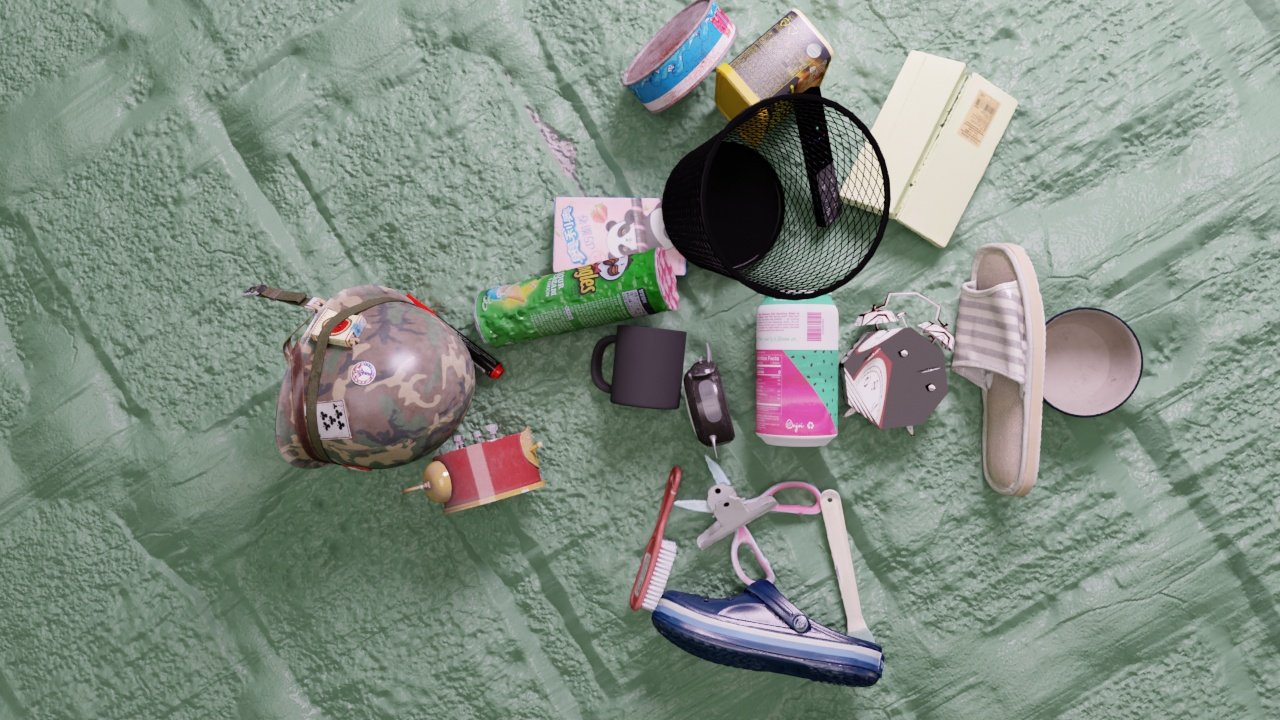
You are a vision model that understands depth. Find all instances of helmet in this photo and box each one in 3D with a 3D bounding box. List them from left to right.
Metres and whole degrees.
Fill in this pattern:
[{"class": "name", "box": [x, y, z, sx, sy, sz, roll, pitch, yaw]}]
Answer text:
[{"class": "helmet", "box": [-0.306, 0.022, 0.991, 0.236, 0.193, 0.223, 30, 52, 30]}]

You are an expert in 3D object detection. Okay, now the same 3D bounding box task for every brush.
[{"class": "brush", "box": [0.027, 0.206, 1.050, 0.030, 0.041, 0.172, 17, 90, -12]}, {"class": "brush", "box": [0.233, 0.252, 1.035, 0.033, 0.012, 0.217, -12, 92, 5]}]

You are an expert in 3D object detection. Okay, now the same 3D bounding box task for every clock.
[{"class": "clock", "box": [-0.189, 0.120, 1.025, 0.158, 0.117, 0.081, -15, 86, -14]}, {"class": "clock", "box": [0.072, 0.045, 1.013, 0.044, 0.091, 0.122, -14, 86, 6]}, {"class": "clock", "box": [0.282, 0.000, 1.004, 0.115, 0.065, 0.154, 16, 93, 5]}]

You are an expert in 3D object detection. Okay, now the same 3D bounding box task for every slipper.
[{"class": "slipper", "box": [0.141, 0.294, 1.013, 0.253, 0.105, 0.095, 11, 66, 11]}, {"class": "slipper", "box": [0.380, 0.012, 0.977, 0.054, 0.114, 0.272, -6, 93, -15]}]

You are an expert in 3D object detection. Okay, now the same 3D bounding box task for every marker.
[{"class": "marker", "box": [-0.222, -0.026, 1.079, 0.145, 0.021, 0.024, 37, 119, 4]}]

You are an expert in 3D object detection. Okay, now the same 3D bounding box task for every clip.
[{"class": "clip", "box": [0.098, 0.164, 1.020, 0.101, 0.041, 0.054, -31, 115, 0]}]

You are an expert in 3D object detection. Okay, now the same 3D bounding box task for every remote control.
[{"class": "remote control", "box": [0.192, -0.217, 0.989, 0.034, 0.013, 0.150, -40, 127, -31]}]

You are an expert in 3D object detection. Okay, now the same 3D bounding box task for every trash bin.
[{"class": "trash bin", "box": [0.117, -0.159, 0.928, 0.184, 0.210, 0.184, -2, 97, -13]}]

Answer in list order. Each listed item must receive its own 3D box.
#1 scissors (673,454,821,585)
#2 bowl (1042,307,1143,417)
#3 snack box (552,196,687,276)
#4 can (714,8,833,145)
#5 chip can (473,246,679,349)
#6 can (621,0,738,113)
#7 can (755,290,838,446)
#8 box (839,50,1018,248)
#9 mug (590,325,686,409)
[{"class": "scissors", "box": [0.120, 0.186, 1.037, 0.170, 0.014, 0.168, 4, 97, -6]}, {"class": "bowl", "box": [0.468, 0.002, 0.987, 0.115, 0.059, 0.115, 0, 91, 6]}, {"class": "snack box", "box": [-0.022, -0.141, 1.049, 0.154, 0.033, 0.088, 2, 91, 6]}, {"class": "can", "box": [0.141, -0.301, 0.983, 0.101, 0.130, 0.072, -40, 87, 2]}, {"class": "chip can", "box": [-0.074, -0.067, 1.019, 0.223, 0.075, 0.075, -11, 90, 17]}, {"class": "can", "box": [0.042, -0.329, 0.989, 0.130, 0.130, 0.044, -46, 114, 4]}, {"class": "can", "box": [0.171, 0.008, 1.004, 0.088, 0.088, 0.166, 0, 91, 6]}, {"class": "box", "box": [0.316, -0.234, 1.002, 0.140, 0.048, 0.187, 29, 88, 2]}, {"class": "mug", "box": [-0.006, 0.006, 1.035, 0.114, 0.078, 0.088, 6, 91, 33]}]
